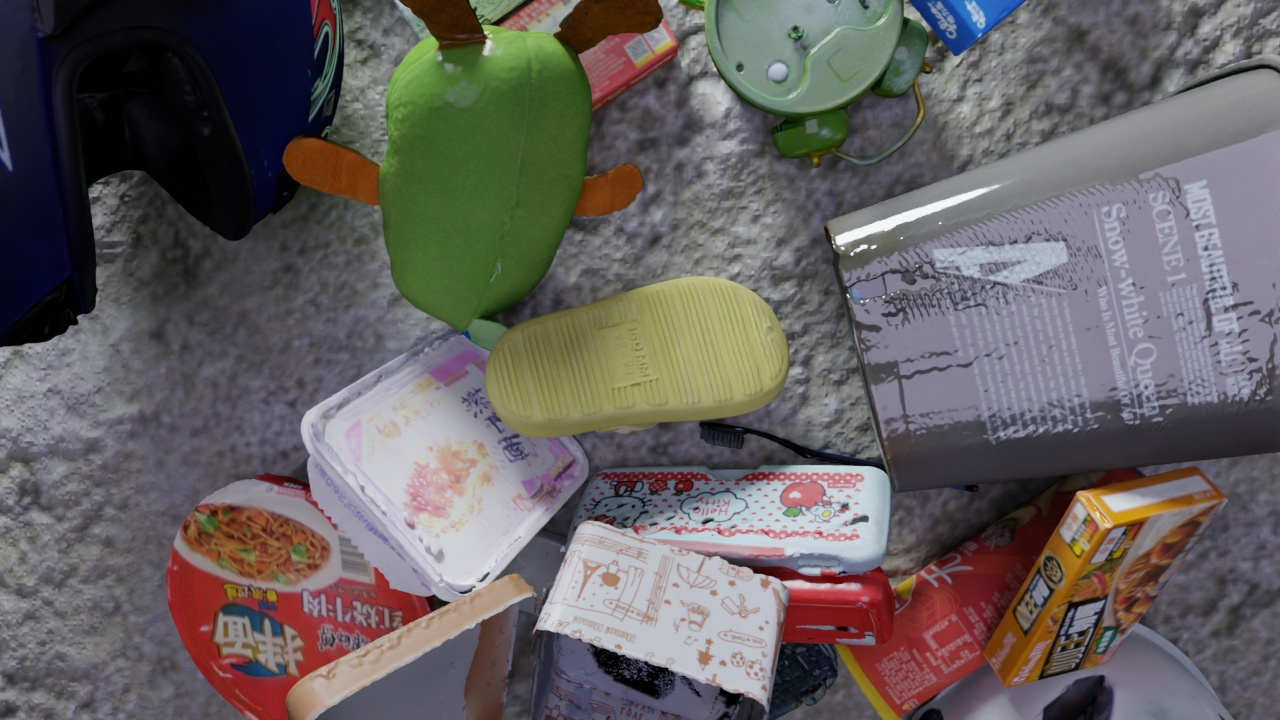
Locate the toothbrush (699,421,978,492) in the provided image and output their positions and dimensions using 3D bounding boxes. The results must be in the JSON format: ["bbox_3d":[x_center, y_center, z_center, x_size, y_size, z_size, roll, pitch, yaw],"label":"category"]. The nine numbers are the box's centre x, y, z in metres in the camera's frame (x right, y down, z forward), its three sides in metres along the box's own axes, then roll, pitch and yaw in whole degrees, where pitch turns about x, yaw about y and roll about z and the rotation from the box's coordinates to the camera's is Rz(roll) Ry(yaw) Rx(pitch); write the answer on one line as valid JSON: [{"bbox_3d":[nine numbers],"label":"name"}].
[{"bbox_3d":[0.131,0.067,0.611,0.189,0.014,0.016,13,98,2],"label":"toothbrush"}]

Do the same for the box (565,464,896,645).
[{"bbox_3d":[0.057,0.115,0.583,0.202,0.095,0.101,-3,53,20],"label":"box"}]

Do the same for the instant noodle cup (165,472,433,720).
[{"bbox_3d":[-0.210,0.157,0.607,0.194,0.065,0.194,5,109,14],"label":"instant noodle cup"}]

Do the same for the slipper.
[{"bbox_3d":[-0.003,0.003,0.585,0.190,0.082,0.091,-9,79,-10],"label":"slipper"}]

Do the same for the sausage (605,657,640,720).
[{"bbox_3d":[-0.025,0.235,0.636,0.021,0.021,0.165,34,97,0],"label":"sausage"}]

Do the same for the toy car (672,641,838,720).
[{"bbox_3d":[0.076,0.218,0.621,0.121,0.036,0.054,-37,94,17],"label":"toy car"}]

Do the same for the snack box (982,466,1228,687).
[{"bbox_3d":[0.248,0.122,0.501,0.075,0.026,0.154,-8,133,-15],"label":"snack box"}]

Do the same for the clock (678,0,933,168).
[{"bbox_3d":[0.109,-0.193,0.565,0.116,0.056,0.161,-39,92,8],"label":"clock"}]

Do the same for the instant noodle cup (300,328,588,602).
[{"bbox_3d":[-0.123,0.066,0.564,0.060,0.173,0.138,-41,91,29],"label":"instant noodle cup"}]

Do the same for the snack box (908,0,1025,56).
[{"bbox_3d":[0.214,-0.255,0.536,0.157,0.026,0.084,-40,92,-16],"label":"snack box"}]

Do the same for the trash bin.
[{"bbox_3d":[0.228,-0.032,0.510,0.220,0.198,0.199,-14,95,11],"label":"trash bin"}]

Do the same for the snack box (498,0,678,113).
[{"bbox_3d":[-0.058,-0.190,0.593,0.153,0.025,0.075,-33,92,7],"label":"snack box"}]

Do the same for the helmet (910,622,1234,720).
[{"bbox_3d":[0.278,0.299,0.557,0.229,0.145,0.259,17,97,2],"label":"helmet"}]

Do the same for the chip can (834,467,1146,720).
[{"bbox_3d":[0.227,0.143,0.582,0.217,0.073,0.073,-36,92,7],"label":"chip can"}]

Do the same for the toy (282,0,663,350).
[{"bbox_3d":[-0.091,-0.116,0.541,0.226,0.090,0.247,0,129,-28],"label":"toy"}]

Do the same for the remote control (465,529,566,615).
[{"bbox_3d":[-0.115,0.131,0.634,0.135,0.019,0.056,17,97,3],"label":"remote control"}]

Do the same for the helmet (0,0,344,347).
[{"bbox_3d":[-0.287,-0.173,0.503,0.239,0.248,0.315,-10,89,-30],"label":"helmet"}]

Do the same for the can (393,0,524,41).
[{"bbox_3d":[-0.082,-0.251,0.565,0.147,0.058,0.058,-29,93,13],"label":"can"}]

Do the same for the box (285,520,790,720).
[{"bbox_3d":[-0.054,0.192,0.520,0.272,0.130,0.180,-2,133,-15],"label":"box"}]
